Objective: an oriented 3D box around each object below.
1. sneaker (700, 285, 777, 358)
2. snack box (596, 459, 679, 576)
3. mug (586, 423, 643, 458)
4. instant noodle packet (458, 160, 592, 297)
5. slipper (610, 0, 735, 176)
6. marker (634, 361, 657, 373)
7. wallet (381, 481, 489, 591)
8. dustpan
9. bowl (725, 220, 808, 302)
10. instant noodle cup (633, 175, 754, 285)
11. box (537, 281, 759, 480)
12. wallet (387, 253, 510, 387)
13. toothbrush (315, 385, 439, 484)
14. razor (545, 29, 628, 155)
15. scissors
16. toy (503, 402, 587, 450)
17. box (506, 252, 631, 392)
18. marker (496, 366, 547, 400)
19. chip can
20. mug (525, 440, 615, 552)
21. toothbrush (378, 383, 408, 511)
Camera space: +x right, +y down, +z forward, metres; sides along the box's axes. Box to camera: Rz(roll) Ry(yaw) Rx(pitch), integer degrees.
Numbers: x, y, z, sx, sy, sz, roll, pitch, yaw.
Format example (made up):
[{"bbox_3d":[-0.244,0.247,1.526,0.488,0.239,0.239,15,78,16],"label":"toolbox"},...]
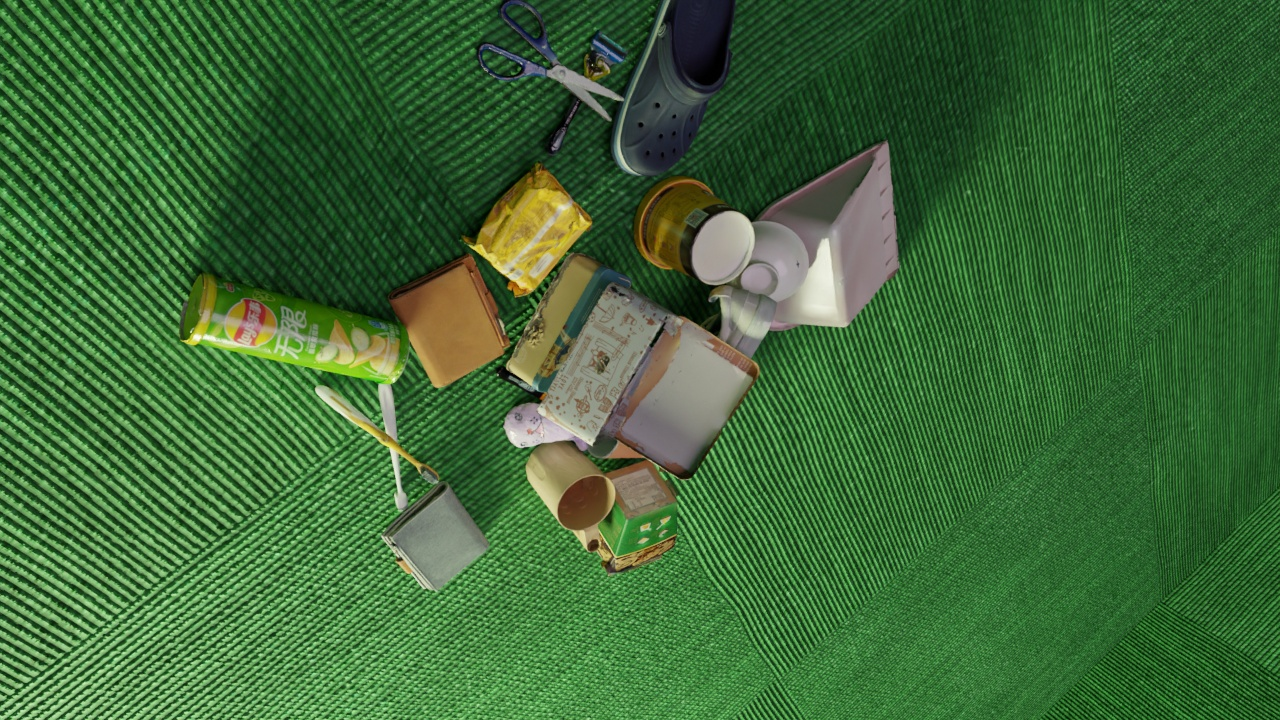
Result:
[{"bbox_3d":[0.092,-0.005,1.217,0.091,0.089,0.243,21,135,-3],"label":"sneaker"},{"bbox_3d":[-0.014,0.202,1.242,0.117,0.118,0.106,-16,141,-26],"label":"snack box"},{"bbox_3d":[-0.007,0.098,1.239,0.122,0.078,0.078,12,108,-42],"label":"mug"},{"bbox_3d":[-0.129,-0.147,1.044,0.128,0.044,0.111,-46,132,-1],"label":"instant noodle packet"},{"bbox_3d":[0.053,-0.323,1.036,0.105,0.095,0.253,12,104,-34],"label":"slipper"},{"bbox_3d":[-0.007,0.007,1.222,0.130,0.018,0.023,-19,137,-23],"label":"marker"},{"bbox_3d":[-0.261,0.226,1.165,0.106,0.037,0.130,-39,135,-18],"label":"wallet"},{"bbox_3d":[0.252,-0.165,1.305,0.272,0.139,0.223,-47,135,-41],"label":"dustpan"},{"bbox_3d":[0.157,-0.115,1.193,0.118,0.064,0.118,6,120,10],"label":"bowl"},{"bbox_3d":[0.069,-0.154,1.122,0.118,0.114,0.119,-14,121,-26],"label":"instant noodle cup"},{"bbox_3d":[0.014,0.032,1.076,0.226,0.156,0.180,32,95,-5],"label":"box"},{"bbox_3d":[-0.215,-0.044,1.052,0.107,0.031,0.132,-30,129,-14],"label":"wallet"},{"bbox_3d":[-0.301,0.089,1.061,0.016,0.018,0.191,-43,122,2],"label":"toothbrush"},{"bbox_3d":[-0.067,-0.292,1.018,0.042,0.022,0.143,27,99,-25],"label":"razor"},{"bbox_3d":[-0.099,-0.305,0.982,0.140,0.012,0.171,-32,119,-8],"label":"scissors"},{"bbox_3d":[-0.120,0.082,1.167,0.108,0.039,0.084,-6,116,-9],"label":"toy"},{"bbox_3d":[-0.082,-0.048,1.101,0.184,0.059,0.089,-59,157,10],"label":"box"},{"bbox_3d":[-0.133,0.036,1.158,0.123,0.015,0.018,31,94,-40],"label":"marker"},{"bbox_3d":[-0.348,-0.029,0.947,0.221,0.072,0.073,16,105,-38],"label":"chip can"},{"bbox_3d":[-0.091,0.175,1.203,0.084,0.103,0.125,-22,125,-22],"label":"mug"},{"bbox_3d":[-0.295,0.101,1.091,0.016,0.016,0.180,-16,120,-28],"label":"toothbrush"}]
